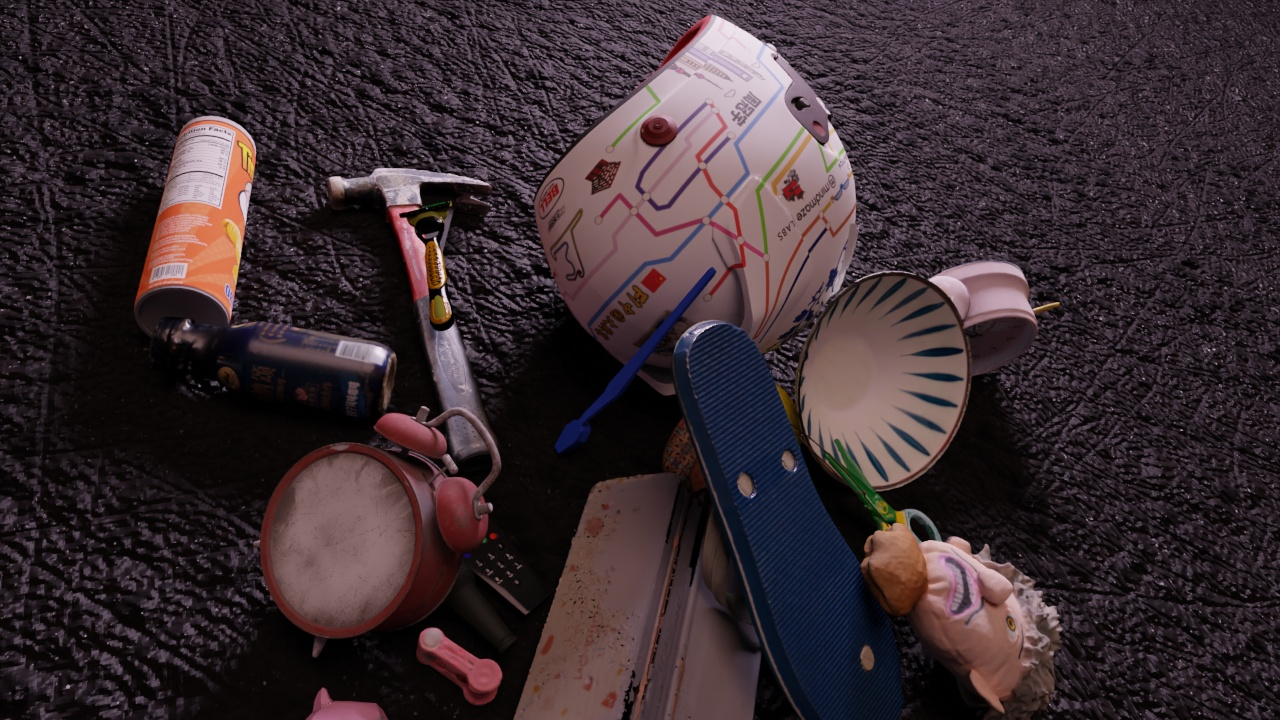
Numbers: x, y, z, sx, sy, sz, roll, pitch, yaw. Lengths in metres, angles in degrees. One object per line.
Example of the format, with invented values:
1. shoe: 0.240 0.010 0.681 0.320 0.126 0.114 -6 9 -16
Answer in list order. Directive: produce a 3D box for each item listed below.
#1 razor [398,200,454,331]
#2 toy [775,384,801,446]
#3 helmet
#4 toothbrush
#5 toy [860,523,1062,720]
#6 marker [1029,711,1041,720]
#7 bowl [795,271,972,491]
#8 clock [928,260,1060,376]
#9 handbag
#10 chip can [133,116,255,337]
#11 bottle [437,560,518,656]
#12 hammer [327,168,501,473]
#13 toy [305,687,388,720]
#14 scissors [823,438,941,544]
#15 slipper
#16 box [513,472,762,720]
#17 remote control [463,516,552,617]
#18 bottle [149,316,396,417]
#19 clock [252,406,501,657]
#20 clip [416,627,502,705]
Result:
1. razor: -0.166 -0.077 0.736 0.044 0.021 0.144 -15 50 -4
2. toy: 0.084 0.048 0.734 0.095 0.041 0.094 32 52 11
3. helmet: 0.061 -0.122 0.755 0.236 0.232 0.313 40 48 -7
4. toothbrush: -0.004 0.004 0.652 0.011 0.187 0.016 11 38 -47
5. toy: 0.218 0.165 0.613 0.176 0.076 0.132 32 35 -21
6. marker: 0.237 0.266 0.593 0.018 0.015 0.122 33 44 18
7. bowl: 0.183 0.014 0.758 0.177 0.177 0.071 -8 11 -25
8. clock: 0.284 -0.034 0.830 0.157 0.117 0.058 2 56 -21
9. handbag: 0.111 0.098 0.671 0.196 0.043 0.093 36 85 9
10. chip can: -0.345 -0.107 0.721 0.062 0.062 0.210 2 47 -17
11. bottle: -0.123 0.138 0.581 0.123 0.033 0.032 41 48 20
12. hammer: -0.161 -0.047 0.748 0.140 0.036 0.325 -7 50 -23
13. toy: -0.172 0.241 0.441 0.123 0.067 0.157 0 43 -17
14. scissors: 0.188 0.108 0.703 0.077 0.013 0.132 -21 78 -39
15. slipper: 0.080 0.118 0.583 0.118 0.060 0.295 -26 94 -51
16. box: 0.007 0.175 0.588 0.121 0.095 0.216 40 40 -19
17. remote control: -0.111 0.123 0.615 0.125 0.010 0.039 40 48 20
18. bottle: -0.257 0.002 0.650 0.160 0.056 0.056 11 45 -9
19. clock: -0.146 0.093 0.545 0.110 0.157 0.062 52 9 20
20. clip: -0.108 0.178 0.544 0.059 0.039 0.022 26 48 12
